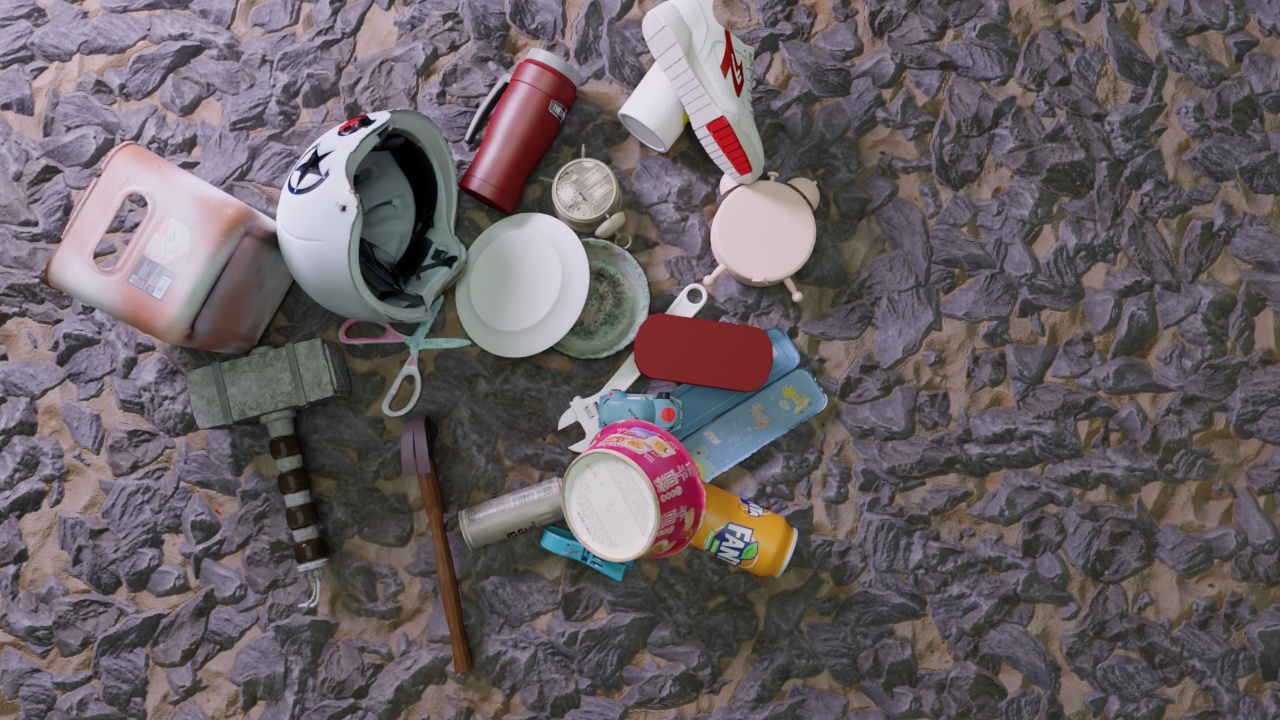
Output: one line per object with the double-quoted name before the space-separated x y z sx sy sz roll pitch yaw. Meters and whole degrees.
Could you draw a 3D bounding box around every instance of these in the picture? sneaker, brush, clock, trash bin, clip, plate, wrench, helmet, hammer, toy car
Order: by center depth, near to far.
"trash bin" -0.520 -0.115 1.070 0.157 0.260 0.181 28 85 -3
"helmet" -0.330 -0.174 1.101 0.164 0.237 0.263 1 56 18
"sneaker" 0.106 -0.338 1.117 0.104 0.090 0.236 -36 103 -14
"hammer" -0.248 0.229 1.139 0.033 0.115 0.323 -10 94 -3
"hammer" -0.432 0.141 1.140 0.177 0.079 0.326 -15 87 -2
"brush" 0.078 -0.009 1.156 0.173 0.042 0.082 8 87 -3
"plate" -0.155 -0.098 1.158 0.189 0.016 0.188 -4 78 20
"toy car" 0.000 0.067 1.159 0.108 0.027 0.060 2 88 -1
"clip" -0.064 0.239 1.161 0.120 0.104 0.027 19 91 7
"clock" 0.158 -0.166 1.175 0.131 0.086 0.160 10 80 -1
"clock" -0.059 -0.202 1.183 0.093 0.054 0.141 -38 85 -3
"wrench" -0.007 0.007 1.189 0.066 0.018 0.273 41 85 1

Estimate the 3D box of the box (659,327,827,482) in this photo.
"box" 0.126 0.059 1.188 0.209 0.021 0.125 -32 89 -2

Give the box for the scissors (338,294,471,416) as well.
"scissors" -0.304 -0.005 1.187 0.170 0.014 0.173 0 85 -4

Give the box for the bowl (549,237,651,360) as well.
"bowl" -0.066 -0.077 1.182 0.157 0.038 0.157 0 86 -1

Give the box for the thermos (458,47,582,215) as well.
"thermos" -0.164 -0.297 1.177 0.108 0.084 0.198 27 88 18

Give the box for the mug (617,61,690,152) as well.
"mug" 0.033 -0.334 1.181 0.082 0.082 0.106 37 87 1

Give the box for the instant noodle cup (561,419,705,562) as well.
"instant noodle cup" -0.020 0.165 1.102 0.179 0.077 0.179 8 104 32

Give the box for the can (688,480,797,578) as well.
"can" 0.117 0.211 1.146 0.142 0.079 0.079 24 86 1

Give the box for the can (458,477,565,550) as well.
"can" -0.156 0.192 1.155 0.135 0.054 0.054 -19 87 -3
